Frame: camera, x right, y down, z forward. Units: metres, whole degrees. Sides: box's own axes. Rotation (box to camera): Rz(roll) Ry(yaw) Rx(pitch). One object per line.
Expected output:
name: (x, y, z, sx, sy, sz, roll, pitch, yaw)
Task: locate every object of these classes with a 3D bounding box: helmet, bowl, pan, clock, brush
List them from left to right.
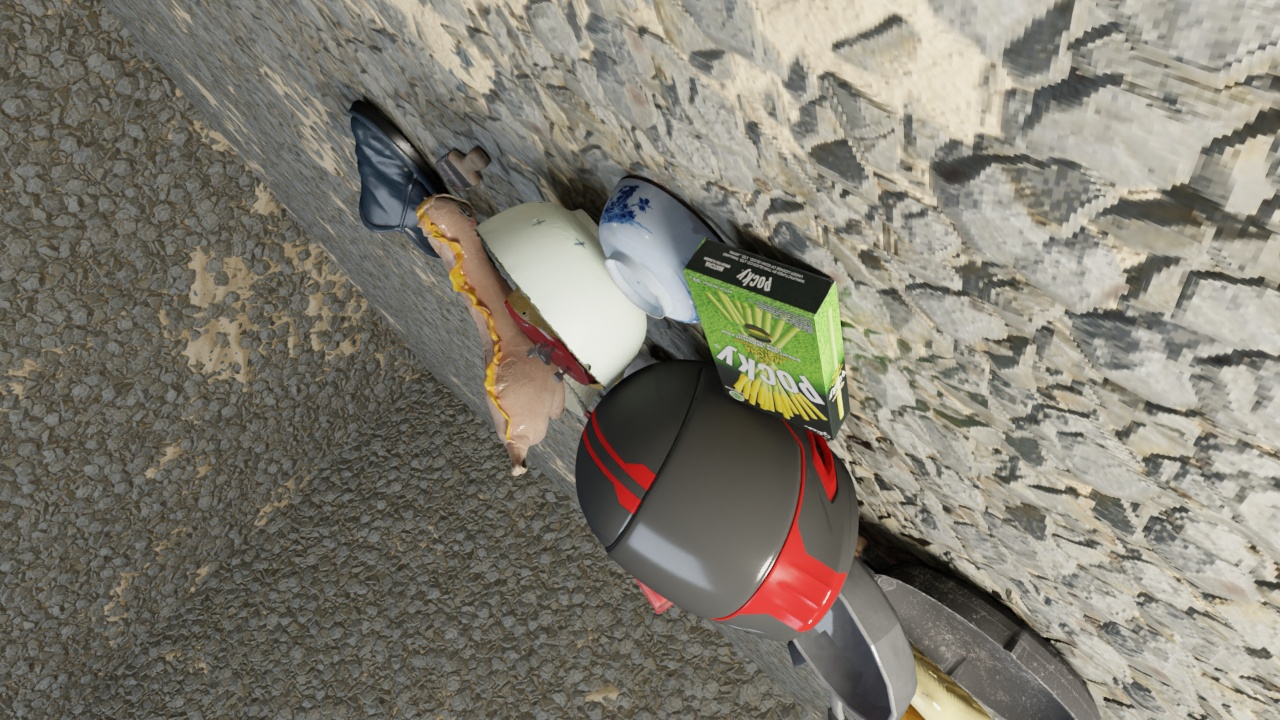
brush: (-0.162, -0.175, 0.837, 0.039, 0.012, 0.151, 49, 166, -19)
bowl: (-0.086, 0.002, 1.047, 0.115, 0.062, 0.115, 42, 167, 12)
clock: (-0.068, -0.023, 0.873, 0.117, 0.081, 0.159, 37, 165, 29)
bowl: (-0.047, -0.059, 0.680, 0.153, 0.073, 0.153, 51, 180, -1)
bowl: (0.011, -0.061, 0.594, 0.114, 0.045, 0.114, 42, 167, 12)
helmet: (0.037, 0.087, 0.681, 0.170, 0.164, 0.264, 27, -169, -13)
pan: (0.175, 0.270, 0.800, 0.178, 0.041, 0.358, 47, 158, 44)
pan: (0.216, 0.182, 0.749, 0.357, 0.040, 0.208, 41, 167, 18)

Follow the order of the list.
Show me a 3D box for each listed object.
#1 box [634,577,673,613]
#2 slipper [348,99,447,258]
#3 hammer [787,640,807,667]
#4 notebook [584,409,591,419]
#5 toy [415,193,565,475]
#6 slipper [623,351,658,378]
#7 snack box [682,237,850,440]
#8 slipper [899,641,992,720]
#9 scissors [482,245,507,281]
box: (0.059, 0.164, 0.877, 0.112, 0.157, 0.134, 50, 174, 24)
slipper: (-0.267, -0.170, 1.021, 0.109, 0.083, 0.266, 41, 165, 23)
hammer: (0.109, 0.227, 1.084, 0.322, 0.040, 0.129, 51, -163, -21)
notebook: (0.009, 0.140, 1.233, 0.209, 0.012, 0.153, 40, 178, 24)
toy: (-0.150, -0.035, 0.901, 0.264, 0.065, 0.195, 63, -162, -20)
slipper: (0.029, 0.070, 0.917, 0.112, 0.074, 0.247, 22, 157, 22)
snack box: (0.080, -0.009, 0.552, 0.080, 0.025, 0.148, 23, 159, 27)
slipper: (0.262, 0.323, 0.856, 0.111, 0.079, 0.261, 41, 180, 31)
scissors: (-0.150, -0.056, 1.041, 0.210, 0.015, 0.142, 50, -164, -41)
